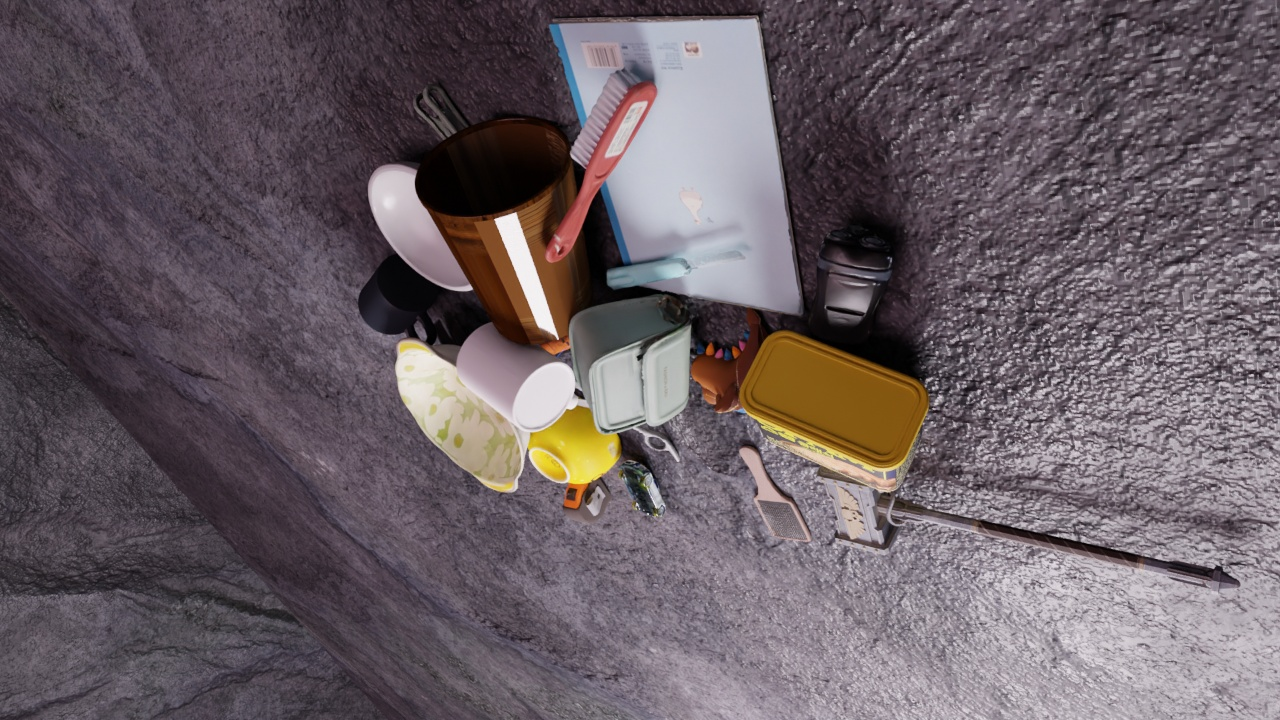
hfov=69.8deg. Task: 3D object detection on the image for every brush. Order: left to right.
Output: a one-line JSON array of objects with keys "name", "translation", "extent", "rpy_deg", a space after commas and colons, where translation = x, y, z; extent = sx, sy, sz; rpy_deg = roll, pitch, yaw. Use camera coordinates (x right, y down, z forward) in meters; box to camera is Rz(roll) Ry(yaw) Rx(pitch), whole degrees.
[{"name": "brush", "translation": [-0.041, -0.149, 0.714], "extent": [0.030, 0.040, 0.173], "rpy_deg": [43, 125, 15]}, {"name": "brush", "translation": [0.133, 0.142, 0.955], "extent": [0.050, 0.015, 0.136], "rpy_deg": [-1, 129, 42]}]

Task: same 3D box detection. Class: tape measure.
[{"name": "tape measure", "translation": [-0.065, 0.171, 1.136], "extent": [0.038, 0.058, 0.058], "rpy_deg": [3, 134, 41]}]

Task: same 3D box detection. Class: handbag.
[{"name": "handbag", "translation": [-0.005, 0.005, 0.854], "extent": [0.122, 0.106, 0.067], "rpy_deg": [87, 164, -49]}]

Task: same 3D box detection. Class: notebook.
[{"name": "notebook", "translation": [0.033, -0.149, 0.729], "extent": [0.181, 0.009, 0.254], "rpy_deg": [14, 138, 33]}]

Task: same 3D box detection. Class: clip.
[{"name": "clip", "translation": [-0.175, -0.216, 0.839], "extent": [0.042, 0.023, 0.076], "rpy_deg": [-16, 119, 49]}]

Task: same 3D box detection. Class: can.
[{"name": "can", "translation": [0.159, 0.045, 0.745], "extent": [0.135, 0.075, 0.104], "rpy_deg": [23, 168, 23]}]

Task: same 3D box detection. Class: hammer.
[{"name": "hammer", "translation": [-0.114, -0.024, 0.986], "extent": [0.315, 0.034, 0.138], "rpy_deg": [-18, 116, 50]}, {"name": "hammer", "translation": [0.309, 0.145, 0.768], "extent": [0.323, 0.044, 0.098], "rpy_deg": [9, 135, 37]}]

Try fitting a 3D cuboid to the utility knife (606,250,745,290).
[{"name": "utility knife", "translation": [0.025, -0.078, 0.792], "extent": [0.166, 0.015, 0.022], "rpy_deg": [-4, 128, 48]}]

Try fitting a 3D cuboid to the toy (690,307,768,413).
[{"name": "toy", "translation": [0.082, -0.003, 0.828], "extent": [0.090, 0.070, 0.103], "rpy_deg": [20, 119, 47]}]

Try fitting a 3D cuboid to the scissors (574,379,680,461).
[{"name": "scissors", "translation": [-0.023, 0.060, 0.987], "extent": [0.142, 0.014, 0.158], "rpy_deg": [-8, 130, 29]}]

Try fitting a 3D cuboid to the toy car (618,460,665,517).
[{"name": "toy car", "translation": [0.003, 0.148, 1.070], "extent": [0.039, 0.027, 0.090], "rpy_deg": [13, 138, 37]}]

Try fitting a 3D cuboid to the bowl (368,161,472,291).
[{"name": "bowl", "translation": [-0.204, -0.142, 0.927], "extent": [0.149, 0.043, 0.150], "rpy_deg": [25, 143, 20]}]

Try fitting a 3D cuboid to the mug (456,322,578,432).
[{"name": "mug", "translation": [-0.109, 0.019, 0.889], "extent": [0.090, 0.074, 0.110], "rpy_deg": [33, -174, 36]}]

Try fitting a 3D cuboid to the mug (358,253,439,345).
[{"name": "mug", "translation": [-0.267, -0.061, 1.045], "extent": [0.105, 0.071, 0.078], "rpy_deg": [59, 144, -1]}]

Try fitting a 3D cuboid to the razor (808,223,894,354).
[{"name": "razor", "translation": [0.156, -0.050, 0.697], "extent": [0.053, 0.063, 0.141], "rpy_deg": [13, 153, 10]}]

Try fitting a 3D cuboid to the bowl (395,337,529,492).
[{"name": "bowl", "translation": [-0.190, 0.049, 1.046], "extent": [0.189, 0.060, 0.219], "rpy_deg": [-1, 126, 44]}]

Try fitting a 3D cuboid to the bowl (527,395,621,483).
[{"name": "bowl", "translation": [-0.088, 0.099, 1.067], "extent": [0.117, 0.067, 0.117], "rpy_deg": [25, 143, 20]}]

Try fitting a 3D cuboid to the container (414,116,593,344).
[{"name": "container", "translation": [-0.107, -0.107, 0.814], "extent": [0.132, 0.131, 0.167], "rpy_deg": [19, 146, 27]}]

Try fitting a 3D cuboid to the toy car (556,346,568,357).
[{"name": "toy car", "translation": [-0.101, 0.006, 0.955], "extent": [0.062, 0.033, 0.092], "rpy_deg": [18, 136, 9]}]
